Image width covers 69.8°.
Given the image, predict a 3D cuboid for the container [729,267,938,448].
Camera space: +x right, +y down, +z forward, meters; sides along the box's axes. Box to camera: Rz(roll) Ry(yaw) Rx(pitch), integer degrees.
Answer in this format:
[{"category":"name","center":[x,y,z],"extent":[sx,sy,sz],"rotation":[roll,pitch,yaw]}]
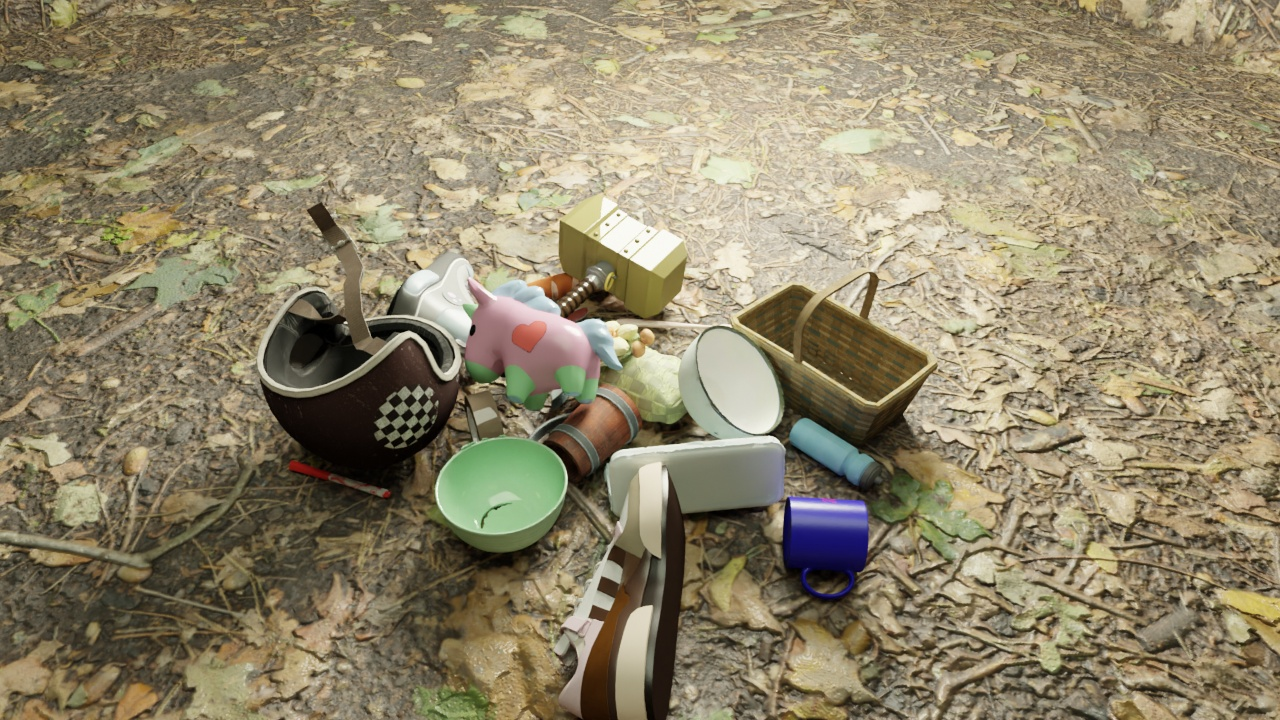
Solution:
[{"category":"container","center":[0.252,-0.026,1.212],"extent":[0.157,0.187,0.250],"rotation":[-30,49,-32]}]

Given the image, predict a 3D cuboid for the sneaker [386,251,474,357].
[{"category":"sneaker","center":[-0.254,-0.073,1.330],"extent":[0.160,0.093,0.256],"rotation":[28,20,0]}]

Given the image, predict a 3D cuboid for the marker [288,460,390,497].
[{"category":"marker","center":[-0.372,0.147,1.134],"extent":[0.142,0.013,0.012],"rotation":[14,42,15]}]

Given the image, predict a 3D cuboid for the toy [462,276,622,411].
[{"category":"toy","center":[-0.127,-0.026,1.153],"extent":[0.222,0.120,0.171],"rotation":[-8,72,19]}]

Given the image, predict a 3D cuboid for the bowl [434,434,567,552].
[{"category":"bowl","center":[-0.158,0.166,1.064],"extent":[0.151,0.077,0.150],"rotation":[1,40,-1]}]

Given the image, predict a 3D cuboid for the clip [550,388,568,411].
[{"category":"clip","center":[-0.168,0.005,1.295],"extent":[0.164,0.031,0.168],"rotation":[4,39,1]}]

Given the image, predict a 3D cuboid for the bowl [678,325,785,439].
[{"category":"bowl","center":[0.105,0.037,1.171],"extent":[0.153,0.073,0.153],"rotation":[24,51,-33]}]

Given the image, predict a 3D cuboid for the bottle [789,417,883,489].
[{"category":"bottle","center":[0.248,0.120,1.153],"extent":[0.040,0.040,0.130],"rotation":[-32,50,-33]}]

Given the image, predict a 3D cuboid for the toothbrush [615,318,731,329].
[{"category":"toothbrush","center":[0.052,-0.050,1.374],"extent":[0.181,0.018,0.015],"rotation":[5,39,9]}]

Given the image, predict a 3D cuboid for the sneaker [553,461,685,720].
[{"category":"sneaker","center":[-0.024,0.240,0.961],"extent":[0.116,0.112,0.293],"rotation":[-4,51,14]}]

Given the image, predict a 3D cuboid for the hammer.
[{"category":"hammer","center":[-0.098,-0.086,1.314],"extent":[0.190,0.101,0.323],"rotation":[31,54,18]}]

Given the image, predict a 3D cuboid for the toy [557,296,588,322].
[{"category":"toy","center":[-0.134,-0.064,1.375],"extent":[0.111,0.030,0.049],"rotation":[-29,77,-28]}]

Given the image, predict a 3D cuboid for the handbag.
[{"category":"handbag","center":[-0.007,0.007,1.224],"extent":[0.186,0.117,0.113],"rotation":[18,44,20]}]

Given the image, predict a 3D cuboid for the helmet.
[{"category":"helmet","center":[-0.343,0.003,1.117],"extent":[0.233,0.254,0.233],"rotation":[23,61,32]}]

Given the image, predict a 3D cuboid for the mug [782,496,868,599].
[{"category":"mug","center":[0.205,0.210,1.025],"extent":[0.083,0.079,0.111],"rotation":[3,68,3]}]

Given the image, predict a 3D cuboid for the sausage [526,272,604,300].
[{"category":"sausage","center":[-0.108,-0.118,1.433],"extent":[0.164,0.039,0.044],"rotation":[-15,45,-18]}]

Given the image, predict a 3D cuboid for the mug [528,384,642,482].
[{"category":"mug","center":[-0.076,0.091,1.163],"extent":[0.117,0.081,0.110],"rotation":[12,42,41]}]

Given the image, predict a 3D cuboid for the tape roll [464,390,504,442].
[{"category":"tape roll","center":[-0.193,0.086,1.146],"extent":[0.030,0.094,0.093],"rotation":[-14,42,-17]}]

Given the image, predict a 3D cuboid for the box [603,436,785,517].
[{"category":"box","center":[0.060,0.123,1.098],"extent":[0.210,0.106,0.129],"rotation":[-7,37,-9]}]
